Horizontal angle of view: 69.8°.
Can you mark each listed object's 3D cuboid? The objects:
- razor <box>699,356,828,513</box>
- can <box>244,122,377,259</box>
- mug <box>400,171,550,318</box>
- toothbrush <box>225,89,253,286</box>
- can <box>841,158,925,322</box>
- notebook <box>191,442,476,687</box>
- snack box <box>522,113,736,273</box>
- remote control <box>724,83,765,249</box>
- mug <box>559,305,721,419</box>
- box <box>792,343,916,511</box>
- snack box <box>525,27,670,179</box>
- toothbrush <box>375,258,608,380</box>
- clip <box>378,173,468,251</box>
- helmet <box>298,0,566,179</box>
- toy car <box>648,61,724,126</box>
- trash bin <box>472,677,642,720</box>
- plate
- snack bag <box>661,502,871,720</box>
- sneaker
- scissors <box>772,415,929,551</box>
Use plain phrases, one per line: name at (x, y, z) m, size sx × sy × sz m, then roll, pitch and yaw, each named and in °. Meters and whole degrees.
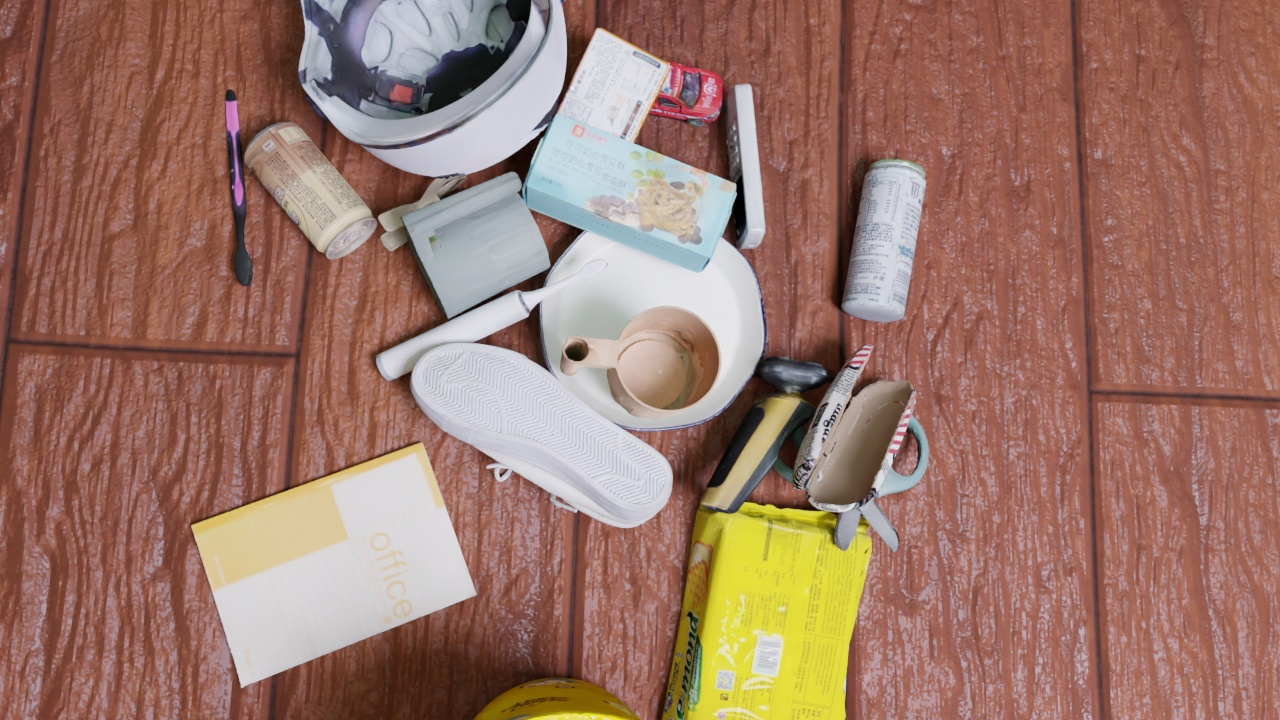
razor at (0.102, 0.063, 0.798) m, size 0.067 × 0.062 × 0.167 m, roll 46°, pitch 64°, yaw -21°
can at (-0.292, -0.150, 0.812) m, size 0.058 × 0.058 × 0.116 m, roll -40°, pitch 88°, yaw -11°
mug at (-0.143, -0.104, 0.793) m, size 0.103 × 0.124 × 0.083 m, roll -26°, pitch 66°, yaw -12°
toothbrush at (-0.363, -0.157, 0.830) m, size 0.014 × 0.018 × 0.189 m, roll -7°, pitch 79°, yaw -9°
can at (0.231, -0.113, 0.870) m, size 0.058 × 0.058 × 0.146 m, roll 13°, pitch 80°, yaw -5°
notebook at (-0.263, 0.173, 0.792) m, size 0.206 × 0.010 × 0.146 m, roll -19°, pitch 85°, yaw -9°
snack box at (-0.010, -0.145, 0.803) m, size 0.175 × 0.052 × 0.074 m, roll 21°, pitch 77°, yaw -3°
remote control at (0.096, -0.180, 0.863) m, size 0.021 × 0.058 × 0.150 m, roll -3°, pitch 81°, yaw -5°
mug at (-0.004, 0.004, 0.755) m, size 0.124 × 0.104 × 0.084 m, roll 5°, pitch 81°, yaw -6°
box at (0.176, 0.051, 0.793) m, size 0.087 × 0.076 × 0.162 m, roll 56°, pitch 50°, yaw -26°
snack box at (-0.039, -0.217, 0.842) m, size 0.075 × 0.026 × 0.154 m, roll 27°, pitch 101°, yaw -3°
toothbrush at (-0.129, -0.038, 0.800) m, size 0.221 × 0.026 × 0.026 m, roll -25°, pitch 88°, yaw 7°
clip at (-0.191, -0.139, 0.827) m, size 0.099 × 0.066 × 0.034 m, roll -32°, pitch 87°, yaw -21°
helmet at (-0.161, -0.254, 0.787) m, size 0.229 × 0.146 × 0.258 m, roll -29°, pitch 65°, yaw 5°
toy car at (0.021, -0.259, 0.874) m, size 0.120 × 0.045 × 0.053 m, roll 8°, pitch 82°, yaw -8°
trash bin at (-0.058, 0.348, 0.667) m, size 0.229 × 0.255 × 0.229 m, roll 1°, pitch 81°, yaw -7°
plate at (0.010, -0.034, 0.839) m, size 0.205 × 0.046 × 0.204 m, roll 1°, pitch 82°, yaw -8°
snack bag at (0.112, 0.241, 0.800) m, size 0.158 × 0.068 × 0.246 m, roll 11°, pitch 81°, yaw -5°
sneaker at (-0.087, 0.068, 0.795) m, size 0.242 × 0.091 × 0.089 m, roll 30°, pitch 63°, yaw 4°
scissors at (0.177, 0.089, 0.829) m, size 0.181 × 0.019 × 0.169 m, roll 25°, pitch 54°, yaw 11°
